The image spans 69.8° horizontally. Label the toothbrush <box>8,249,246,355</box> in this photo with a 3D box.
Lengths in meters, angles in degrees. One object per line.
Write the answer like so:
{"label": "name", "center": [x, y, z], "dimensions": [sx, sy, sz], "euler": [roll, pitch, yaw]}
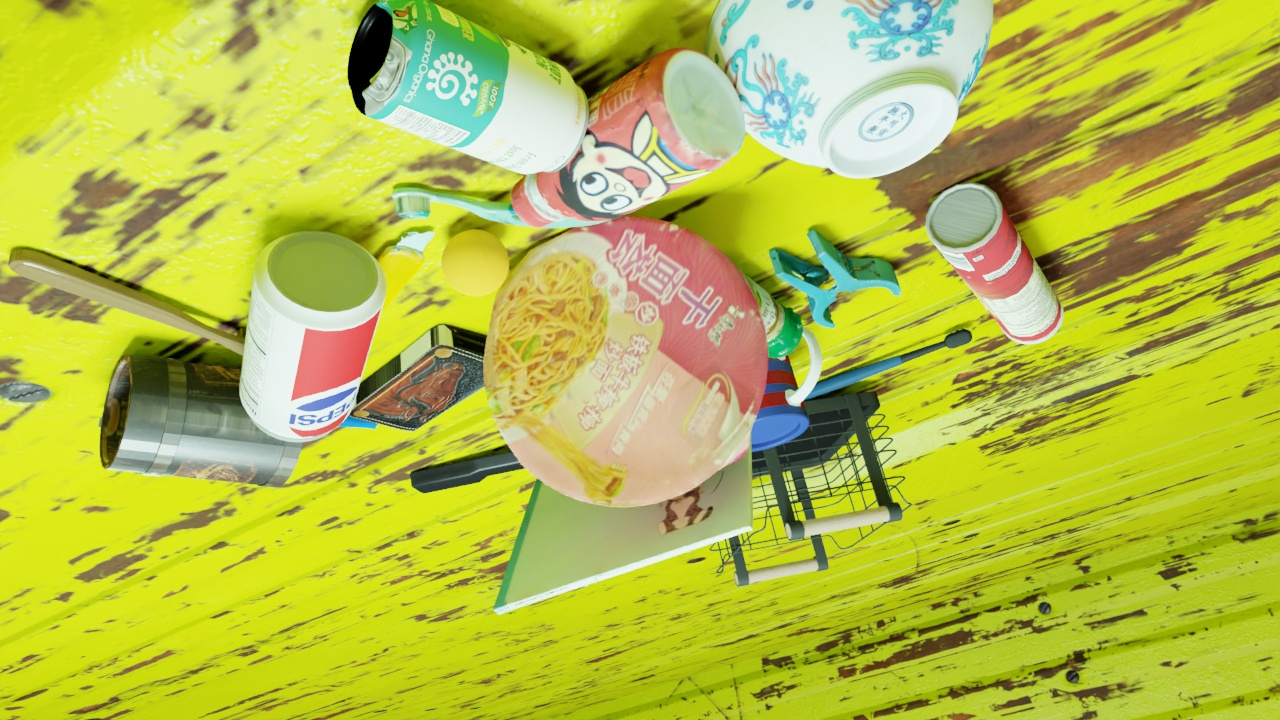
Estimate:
{"label": "toothbrush", "center": [-0.287, -0.030, 0.549], "dimensions": [0.016, 0.016, 0.166], "euler": [-26, 150, 24]}

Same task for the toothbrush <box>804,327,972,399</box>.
{"label": "toothbrush", "center": [0.226, 0.005, 0.858], "dimensions": [0.168, 0.014, 0.014], "euler": [-22, -173, 22]}

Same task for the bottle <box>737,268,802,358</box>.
{"label": "bottle", "center": [0.082, -0.037, 0.679], "dimensions": [0.043, 0.043, 0.111], "euler": [-26, 151, 24]}

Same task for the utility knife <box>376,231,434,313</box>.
{"label": "utility knife", "center": [-0.177, -0.034, 0.589], "dimensions": [0.030, 0.017, 0.165], "euler": [5, 149, -43]}

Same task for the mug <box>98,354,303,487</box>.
{"label": "mug", "center": [-0.304, 0.044, 0.628], "dimensions": [0.107, 0.080, 0.116], "euler": [12, 163, -40]}

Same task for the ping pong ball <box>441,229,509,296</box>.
{"label": "ping pong ball", "center": [-0.099, -0.058, 0.550], "dimensions": [0.040, 0.040, 0.040], "euler": [-11, 154, -5]}

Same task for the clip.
{"label": "clip", "center": [0.131, -0.052, 0.693], "dimensions": [0.129, 0.031, 0.121], "euler": [5, 153, -33]}

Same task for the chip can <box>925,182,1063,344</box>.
{"label": "chip can", "center": [0.273, -0.067, 0.695], "dimensions": [0.052, 0.051, 0.214], "euler": [-26, 151, 25]}

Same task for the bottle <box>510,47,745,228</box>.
{"label": "bottle", "center": [-0.016, -0.104, 0.471], "dimensions": [0.062, 0.062, 0.138], "euler": [11, 159, -41]}

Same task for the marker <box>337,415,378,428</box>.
{"label": "marker", "center": [-0.274, 0.044, 0.706], "dimensions": [0.141, 0.013, 0.013], "euler": [4, 149, -31]}

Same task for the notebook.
{"label": "notebook", "center": [-0.003, 0.069, 0.668], "dimensions": [0.181, 0.252, 0.009], "euler": [-23, 114, 17]}

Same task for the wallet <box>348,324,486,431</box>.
{"label": "wallet", "center": [-0.160, 0.016, 0.694], "dimensions": [0.123, 0.019, 0.072], "euler": [-31, 145, 32]}

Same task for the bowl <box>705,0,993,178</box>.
{"label": "bowl", "center": [0.110, -0.138, 0.448], "dimensions": [0.144, 0.074, 0.144], "euler": [-11, 154, -5]}

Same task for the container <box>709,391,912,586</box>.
{"label": "container", "center": [0.160, 0.140, 0.952], "dimensions": [0.162, 0.130, 0.242], "euler": [-8, 157, -10]}

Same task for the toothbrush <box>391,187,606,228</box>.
{"label": "toothbrush", "center": [-0.075, -0.086, 0.532], "dimensions": [0.135, 0.017, 0.022], "euler": [1, 160, -26]}

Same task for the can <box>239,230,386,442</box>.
{"label": "can", "center": [-0.198, -0.011, 0.549], "dimensions": [0.070, 0.070, 0.132], "euler": [1, 144, -27]}

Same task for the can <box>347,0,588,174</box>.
{"label": "can", "center": [-0.076, -0.122, 0.416], "dimensions": [0.101, 0.054, 0.055], "euler": [13, 144, -42]}

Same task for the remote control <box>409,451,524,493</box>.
{"label": "remote control", "center": [-0.149, 0.103, 0.868], "dimensions": [0.136, 0.015, 0.032], "euler": [-12, 155, 10]}

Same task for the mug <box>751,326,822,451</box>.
{"label": "mug", "center": [0.107, 0.020, 0.763], "dimensions": [0.074, 0.076, 0.112], "euler": [10, 146, -40]}

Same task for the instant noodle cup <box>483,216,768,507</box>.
{"label": "instant noodle cup", "center": [-0.004, 0.003, 0.592], "dimensions": [0.179, 0.178, 0.077], "euler": [-19, 170, 11]}
